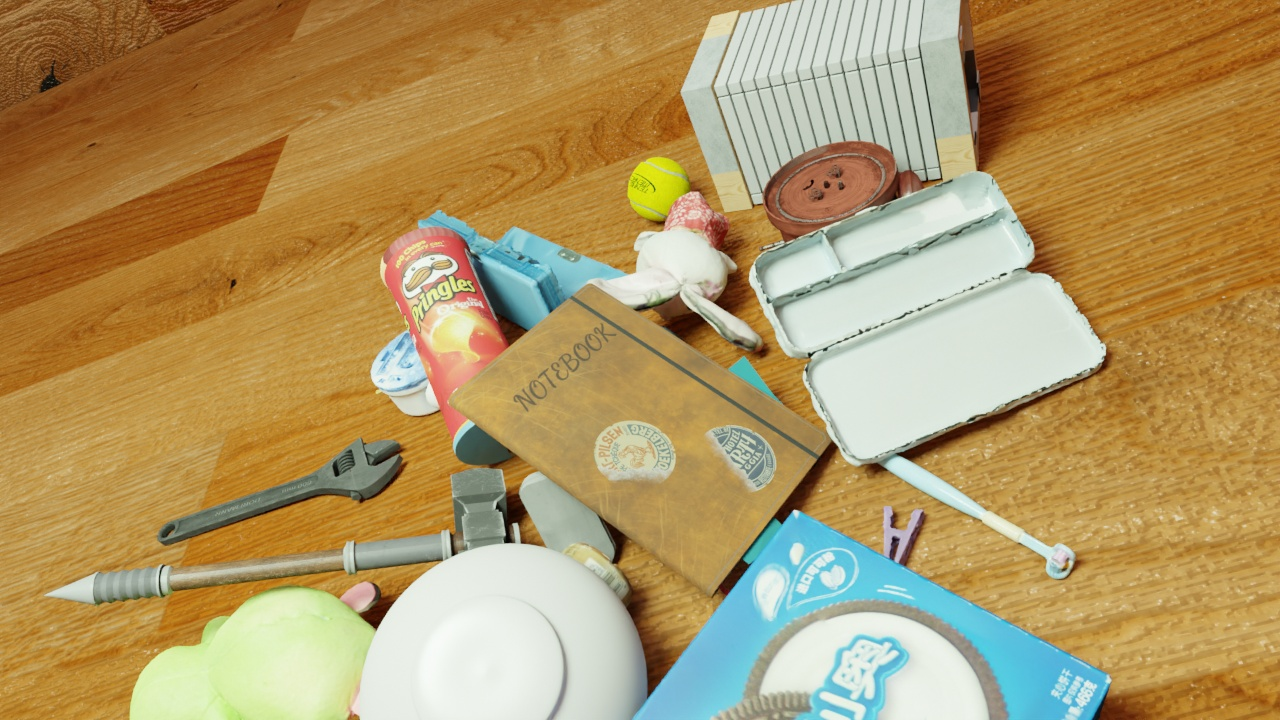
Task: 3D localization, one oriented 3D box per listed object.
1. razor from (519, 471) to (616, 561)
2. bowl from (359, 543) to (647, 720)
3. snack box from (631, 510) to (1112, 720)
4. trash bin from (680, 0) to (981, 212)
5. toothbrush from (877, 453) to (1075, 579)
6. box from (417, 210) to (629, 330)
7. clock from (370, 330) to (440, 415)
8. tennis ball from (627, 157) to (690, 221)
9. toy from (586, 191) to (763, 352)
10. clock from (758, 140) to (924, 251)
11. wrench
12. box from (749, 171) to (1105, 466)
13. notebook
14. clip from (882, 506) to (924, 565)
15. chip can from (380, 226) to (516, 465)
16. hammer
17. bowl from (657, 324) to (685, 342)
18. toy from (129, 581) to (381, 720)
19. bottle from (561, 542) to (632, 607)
[{"bbox_3d":[-0.054,0.100,0.713,0.047,0.088,0.116,-22,21,7],"label":"razor"},{"bbox_3d":[-0.085,0.189,0.544,0.176,0.066,0.176,-1,63,3],"label":"bowl"},{"bbox_3d":[0.100,0.219,0.490,0.196,0.056,0.238,25,63,36],"label":"snack box"},{"bbox_3d":[0.191,-0.260,0.890,0.247,0.142,0.142,-4,45,26],"label":"trash bin"},{"bbox_3d":[0.211,0.094,0.604,0.016,0.022,0.155,-1,23,-39],"label":"toothbrush"},{"bbox_3d":[-0.119,-0.107,0.944,0.111,0.094,0.232,-40,41,-21],"label":"box"},{"bbox_3d":[-0.200,0.009,0.892,0.126,0.052,0.088,0,47,29],"label":"clock"},{"bbox_3d":[0.020,-0.178,0.958,0.065,0.065,0.065,-15,42,14],"label":"tennis ball"},{"bbox_3d":[0.038,-0.085,0.829,0.159,0.084,0.193,15,36,-3],"label":"toy"},{"bbox_3d":[0.186,-0.128,0.808,0.158,0.072,0.120,18,57,41],"label":"clock"},{"bbox_3d":[-0.346,0.130,0.873,0.273,0.018,0.073,-19,41,12],"label":"wrench"},{"bbox_3d":[0.207,-0.036,0.680,0.209,0.045,0.191,-24,66,-3],"label":"box"},{"bbox_3d":[0.013,0.045,0.673,0.249,0.014,0.178,33,53,18],"label":"notebook"},{"bbox_3d":[0.167,0.115,0.610,0.051,0.014,0.043,-43,42,-20],"label":"clip"},{"bbox_3d":[-0.161,-0.016,0.821,0.087,0.087,0.213,-28,60,-1],"label":"chip can"},{"bbox_3d":[-0.249,0.148,0.665,0.322,0.043,0.156,-5,29,-12],"label":"hammer"},{"bbox_3d":[-0.005,0.005,0.787,0.110,0.055,0.110,-15,42,14],"label":"bowl"},{"bbox_3d":[-0.280,0.232,0.667,0.197,0.107,0.150,-36,37,2],"label":"toy"},{"bbox_3d":[-0.076,0.198,0.609,0.060,0.060,0.165,18,53,40],"label":"bottle"}]
